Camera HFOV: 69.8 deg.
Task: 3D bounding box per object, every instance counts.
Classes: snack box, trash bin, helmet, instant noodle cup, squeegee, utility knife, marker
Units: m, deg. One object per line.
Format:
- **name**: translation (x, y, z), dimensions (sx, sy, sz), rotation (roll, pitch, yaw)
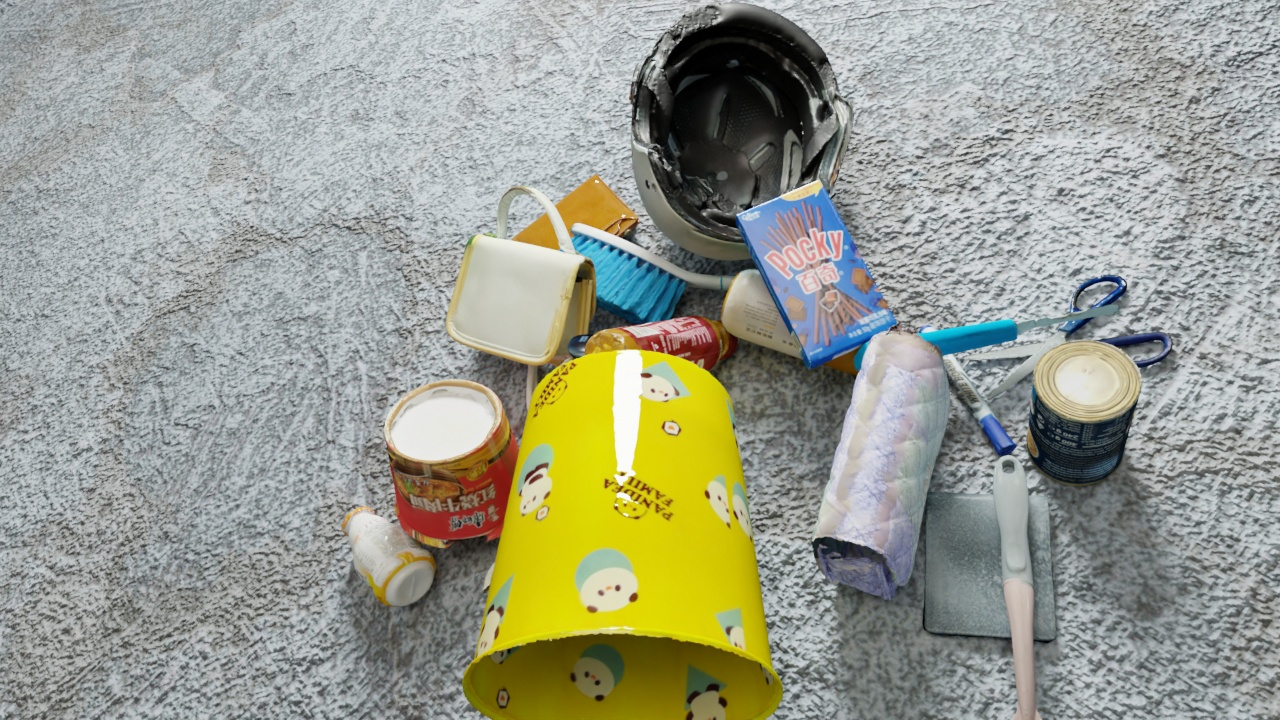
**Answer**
- **snack box**: translation (0.156, -0.079, 0.826), dimensions (0.084, 0.026, 0.157), rotation (-24, 73, -1)
- **trash bin**: translation (-0.010, 0.146, 0.737), dimensions (0.230, 0.230, 0.254), rotation (-10, 49, 14)
- **helmet**: translation (0.092, -0.218, 0.963), dimensions (0.230, 0.157, 0.273), rotation (8, 65, -9)
- **instant noodle cup**: translation (-0.177, 0.091, 0.873), dimensions (0.138, 0.109, 0.137), rotation (-3, 42, 2)
- **squeegee**: translation (0.284, 0.181, 0.689), dimensions (0.248, 0.040, 0.249), rotation (-4, 59, 21)
- **utility knife**: translation (0.306, -0.023, 0.804), dimensions (0.238, 0.034, 0.018), rotation (-10, 57, -1)
- **marker**: translation (0.291, 0.023, 0.824), dimensions (0.017, 0.017, 0.145), rotation (-25, 53, 3)

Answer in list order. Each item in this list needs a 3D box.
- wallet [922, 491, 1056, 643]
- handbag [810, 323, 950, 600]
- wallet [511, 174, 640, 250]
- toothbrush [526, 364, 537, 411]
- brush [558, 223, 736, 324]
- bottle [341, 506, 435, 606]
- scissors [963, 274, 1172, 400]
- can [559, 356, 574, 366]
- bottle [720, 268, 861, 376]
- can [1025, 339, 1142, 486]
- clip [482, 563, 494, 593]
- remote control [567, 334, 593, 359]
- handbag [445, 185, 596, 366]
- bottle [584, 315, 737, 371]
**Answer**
- **wallet**: translation (0.278, 0.163, 0.736), dimensions (0.097, 0.019, 0.120), rotation (-2, 59, 22)
- **handbag**: translation (0.199, 0.086, 0.743), dimensions (0.076, 0.134, 0.193), rotation (8, 62, 25)
- **wallet**: translation (-0.072, -0.145, 1.067), dimensions (0.130, 0.035, 0.119), rotation (-38, 50, -3)
- **toothbrush**: translation (-0.121, -0.017, 1.006), dimensions (0.016, 0.016, 0.179), rotation (-18, 52, 18)
- **brush**: translation (0.045, -0.074, 0.957), dimensions (0.315, 0.060, 0.109), rotation (26, 81, 22)
- **bottle**: translation (-0.247, 0.186, 0.886), dimensions (0.063, 0.063, 0.108), rotation (-45, 55, -12)
- **scissors**: translation (0.384, -0.021, 0.823), dimensions (0.162, 0.012, 0.164), rotation (12, 63, 26)
- **can**: translation (-0.043, 0.044, 0.903), dimensions (0.066, 0.066, 0.093), rotation (-32, 52, -3)
- **bottle**: translation (0.172, -0.030, 0.862), dimensions (0.190, 0.068, 0.067), rotation (20, 66, 15)
- **can**: translation (0.350, 0.042, 0.730), dimensions (0.075, 0.111, 0.075), rotation (-10, 55, 14)
- **clip**: translation (-0.103, 0.187, 0.854), dimensions (0.071, 0.035, 0.099), rotation (24, 60, 32)
- **remote control**: translation (-0.005, 0.005, 0.897), dimensions (0.136, 0.024, 0.053), rotation (24, 31, -4)
- **handbag**: translation (-0.115, -0.090, 0.960), dimensions (0.163, 0.063, 0.179), rotation (16, 95, 34)
- **bottle**: translation (0.026, -0.010, 0.862), dimensions (0.058, 0.174, 0.057), rotation (9, 104, 41)
